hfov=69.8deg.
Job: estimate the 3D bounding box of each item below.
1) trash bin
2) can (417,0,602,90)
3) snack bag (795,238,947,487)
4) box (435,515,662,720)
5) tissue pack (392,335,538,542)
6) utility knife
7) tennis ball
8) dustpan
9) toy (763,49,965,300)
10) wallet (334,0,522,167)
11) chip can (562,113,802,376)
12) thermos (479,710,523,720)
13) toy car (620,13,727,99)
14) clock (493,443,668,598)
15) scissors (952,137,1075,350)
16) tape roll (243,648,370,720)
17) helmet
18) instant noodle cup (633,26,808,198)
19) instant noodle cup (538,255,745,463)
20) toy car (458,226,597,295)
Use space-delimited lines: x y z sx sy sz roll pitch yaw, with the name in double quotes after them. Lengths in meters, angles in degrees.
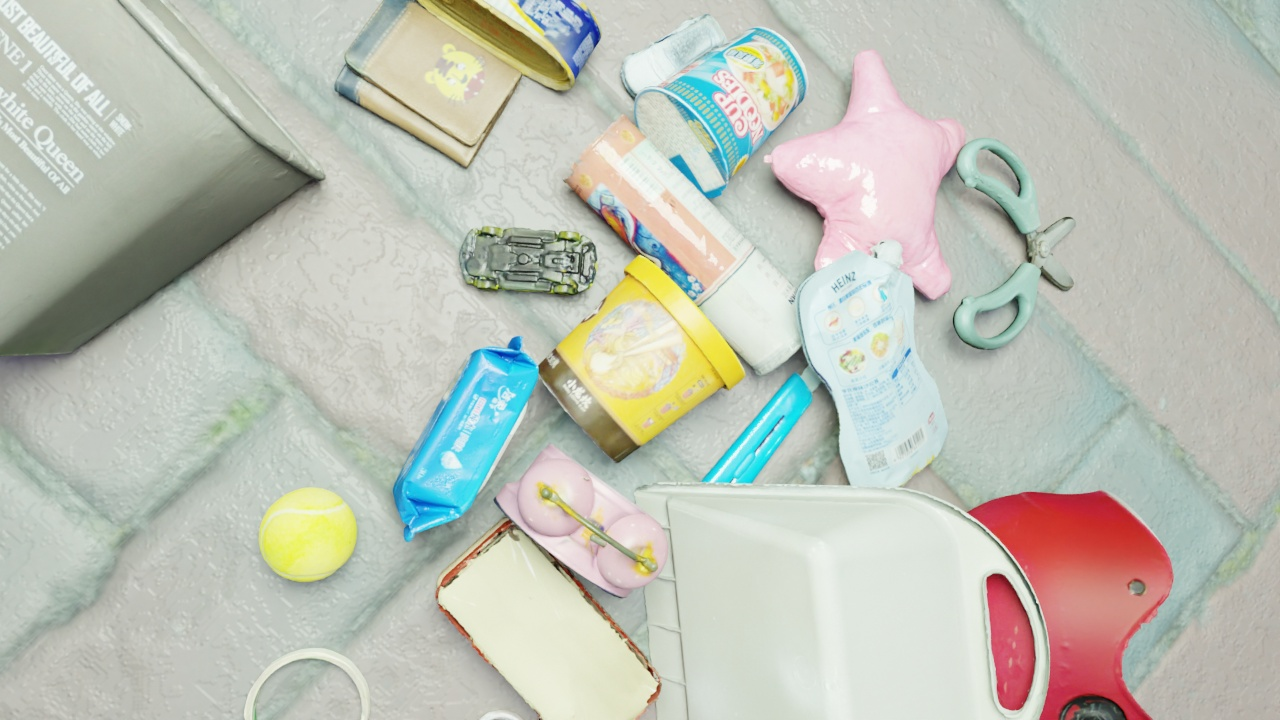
-0.360 -0.131 0.581 0.219 0.198 0.199 -42 95 -3 "trash bin"
-0.102 -0.264 0.683 0.148 0.075 0.049 31 80 -7 "can"
0.179 0.005 0.698 0.110 0.039 0.191 -30 115 -14 "snack bag"
-0.068 0.202 0.667 0.091 0.077 0.168 -42 94 -9 "box"
-0.125 0.054 0.656 0.052 0.095 0.157 31 83 -13 "tissue pack"
0.099 0.059 0.731 0.034 0.018 0.178 40 81 -5 "utility knife"
-0.234 0.123 0.649 0.065 0.065 0.065 0 87 -10 "tennis ball"
0.131 0.192 0.644 0.142 0.258 0.222 -4 88 -32 "dustpan"
0.179 -0.150 0.722 0.178 0.075 0.194 10 82 -20 "toy"
-0.159 -0.212 0.694 0.115 0.033 0.090 31 82 -10 "wallet"
0.040 -0.087 0.700 0.214 0.071 0.071 45 81 -5 "chip can"
-0.048 0.334 0.676 0.198 0.067 0.087 28 52 -6 "thermos"
0.027 -0.239 0.724 0.090 0.034 0.043 -33 96 -8 "toy car"
-0.038 0.111 0.635 0.117 0.158 0.059 38 85 -7 "clock"
0.294 -0.084 0.744 0.170 0.019 0.179 39 72 -25 "scissors"
-0.241 0.254 0.668 0.085 0.014 0.085 0 87 -9 "tape roll"
0.278 0.207 0.674 0.144 0.206 0.240 7 93 13 "helmet"
0.066 -0.196 0.702 0.109 0.099 0.099 -43 95 -16 "instant noodle cup"
-0.004 0.004 0.671 0.114 0.118 0.118 -41 94 -1 "instant noodle cup"
-0.085 -0.075 0.700 0.105 0.032 0.048 4 87 2 "toy car"
